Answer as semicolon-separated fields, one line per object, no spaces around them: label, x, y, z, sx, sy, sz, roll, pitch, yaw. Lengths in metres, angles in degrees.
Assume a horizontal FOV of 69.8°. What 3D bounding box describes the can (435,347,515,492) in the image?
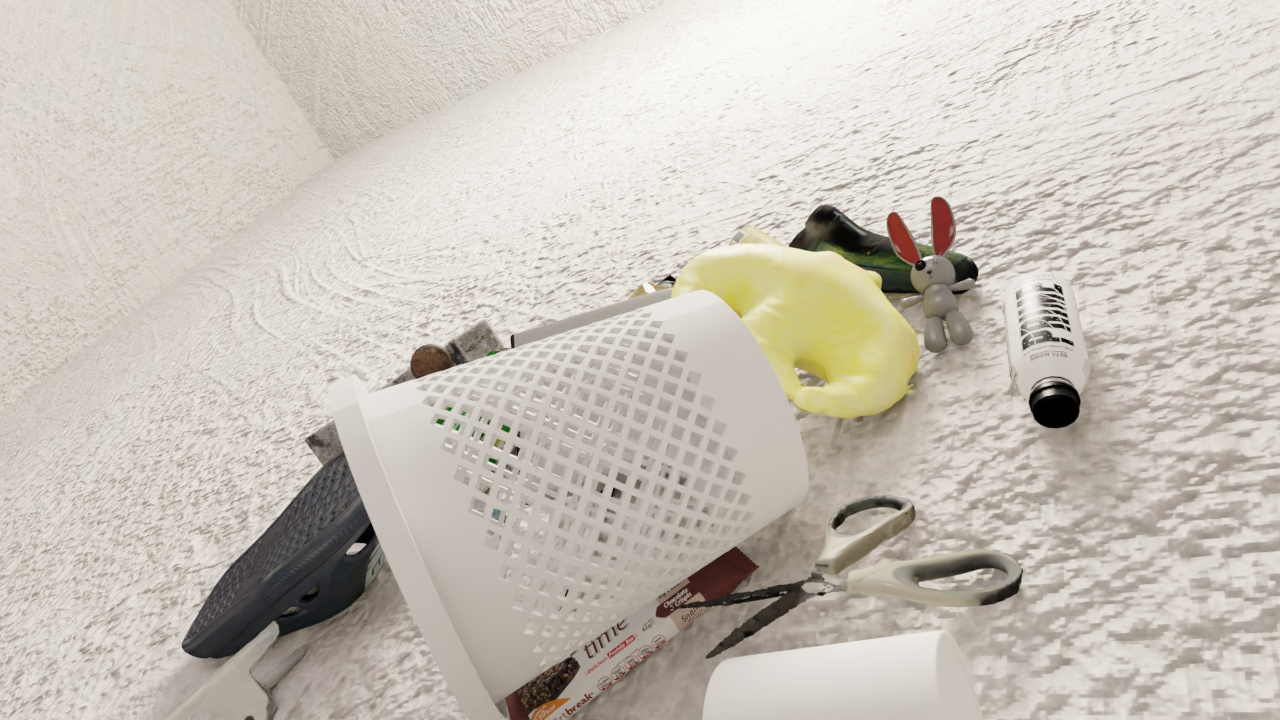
can;-0.130;0.050;0.764;0.067;0.067;0.120;-13;30;32

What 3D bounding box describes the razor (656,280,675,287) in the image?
razor;-0.014;-0.037;0.833;0.144;0.022;0.042;-33;25;15

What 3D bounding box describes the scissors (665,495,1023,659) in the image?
scissors;0.101;0.101;0.438;0.166;0.012;0.157;2;18;25

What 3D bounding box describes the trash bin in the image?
trash bin;-0.031;0.061;0.496;0.199;0.195;0.195;-24;24;-12

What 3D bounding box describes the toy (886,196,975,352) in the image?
toy;0.197;-0.057;0.618;0.049;0.030;0.111;-18;57;24

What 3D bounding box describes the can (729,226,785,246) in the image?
can;0.107;-0.090;0.801;0.038;0.038;0.079;-31;25;-1

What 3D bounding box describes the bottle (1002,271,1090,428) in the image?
bottle;0.229;-0.006;0.518;0.041;0.041;0.115;-16;29;27

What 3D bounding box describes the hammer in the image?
hammer;-0.214;0.029;0.812;0.217;0.037;0.301;-35;5;-10

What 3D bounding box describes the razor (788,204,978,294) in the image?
razor;0.178;-0.081;0.684;0.053;0.067;0.151;-44;37;-19

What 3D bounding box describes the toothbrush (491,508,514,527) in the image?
toothbrush;-0.156;0.114;0.733;0.189;0.017;0.016;4;42;49

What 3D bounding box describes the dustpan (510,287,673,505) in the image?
dustpan;0.036;0.008;0.656;0.258;0.033;0.163;-17;44;6

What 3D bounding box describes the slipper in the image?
slipper;-0.248;0.160;0.693;0.269;0.083;0.110;-38;25;27

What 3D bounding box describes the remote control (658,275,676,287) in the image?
remote control;0.039;-0.043;0.818;0.034;0.013;0.150;-36;26;-2

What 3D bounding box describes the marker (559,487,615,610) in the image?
marker;-0.035;0.122;0.599;0.011;0.011;0.151;-17;28;25

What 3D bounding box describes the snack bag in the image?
snack bag;-0.009;0.151;0.517;0.157;0.013;0.057;-35;24;-10

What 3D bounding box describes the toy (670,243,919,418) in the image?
toy;0.108;-0.027;0.605;0.170;0.065;0.154;32;45;23

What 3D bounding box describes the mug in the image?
mug;0.081;0.164;0.346;0.091;0.074;0.110;-17;54;26

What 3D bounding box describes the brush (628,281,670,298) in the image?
brush;-0.004;0.004;0.718;0.059;0.043;0.194;8;47;19

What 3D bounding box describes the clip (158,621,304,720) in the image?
clip;-0.278;0.233;0.632;0.102;0.058;0.052;-42;4;-21
